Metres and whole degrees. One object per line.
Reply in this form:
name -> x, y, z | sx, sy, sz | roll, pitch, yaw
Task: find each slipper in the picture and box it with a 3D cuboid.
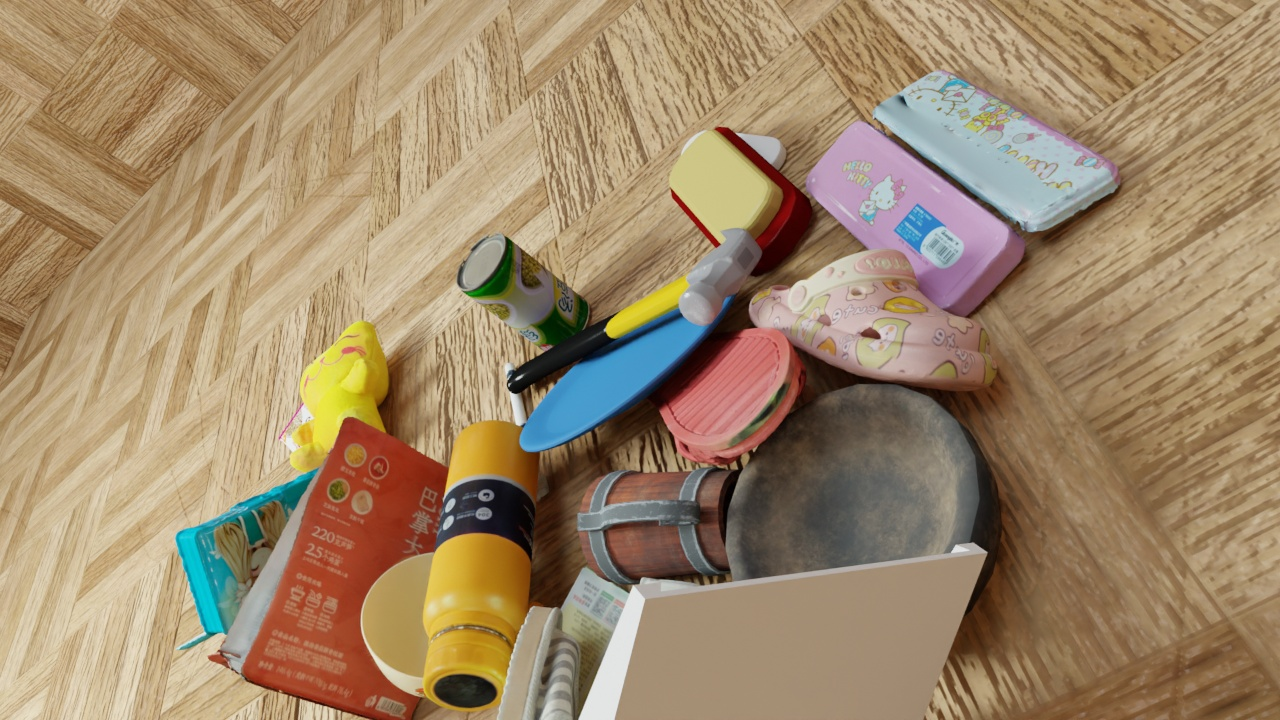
slipper -> 0.148, -0.036, 0.611 | 0.197, 0.093, 0.081 | 26, 107, 56
slipper -> 0.063, 0.028, 0.650 | 0.103, 0.059, 0.249 | -43, 10, -2
slipper -> -0.063, 0.243, 0.523 | 0.054, 0.114, 0.272 | 3, 20, 2

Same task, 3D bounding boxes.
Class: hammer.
hammer -> -0.020, -0.030, 0.788 | 0.325, 0.029, 0.126 | -25, 19, 48

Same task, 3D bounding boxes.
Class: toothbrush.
toothbrush -> -0.110, 0.062, 0.873 | 0.017, 0.012, 0.186 | -29, 42, 7

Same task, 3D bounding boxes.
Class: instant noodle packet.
instant noodle packet -> -0.229, 0.178, 0.778 | 0.084, 0.164, 0.220 | -3, 60, 46

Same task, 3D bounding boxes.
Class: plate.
plate -> -0.005, 0.004, 0.749 | 0.224, 0.024, 0.224 | -37, 14, 10

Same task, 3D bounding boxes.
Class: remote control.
remote control -> 0.086, -0.197, 0.877 | 0.136, 0.013, 0.043 | 26, 80, 52

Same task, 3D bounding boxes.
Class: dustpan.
dustpan -> 0.042, 0.198, 0.443 | 0.053, 0.191, 0.258 | 38, 120, 52

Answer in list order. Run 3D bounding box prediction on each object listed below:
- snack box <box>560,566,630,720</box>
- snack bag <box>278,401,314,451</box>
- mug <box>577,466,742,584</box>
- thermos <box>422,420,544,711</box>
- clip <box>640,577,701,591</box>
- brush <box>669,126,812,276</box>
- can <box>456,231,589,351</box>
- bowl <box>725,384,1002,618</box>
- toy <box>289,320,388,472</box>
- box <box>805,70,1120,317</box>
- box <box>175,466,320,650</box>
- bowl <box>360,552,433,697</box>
snack box -> -0.036, 0.244, 0.641 | 0.132, 0.027, 0.168 | 16, 73, 51
snack bag -> -0.405, 0.097, 1.142 | 0.197, 0.016, 0.070 | 22, 76, 51
mug -> 0.014, 0.110, 0.628 | 0.111, 0.117, 0.081 | -11, 71, 35
thermos -> -0.114, 0.152, 0.714 | 0.232, 0.091, 0.076 | -93, 13, -51
clip -> 0.034, 0.197, 0.541 | 0.152, 0.105, 0.126 | -6, 67, 40
brush -> 0.079, -0.147, 0.807 | 0.082, 0.041, 0.173 | -50, 40, 16
can -> -0.111, -0.063, 0.883 | 0.067, 0.121, 0.067 | -26, 45, 29
bowl -> 0.136, 0.100, 0.544 | 0.163, 0.070, 0.162 | -27, 44, 29
toy -> -0.331, 0.046, 1.051 | 0.135, 0.087, 0.193 | -44, 37, 14
box -> 0.222, -0.134, 0.674 | 0.151, 0.040, 0.214 | -40, 39, 9
box -> -0.314, 0.182, 0.843 | 0.086, 0.226, 0.169 | 29, 115, 17
bowl -> -0.162, 0.224, 0.738 | 0.117, 0.118, 0.074 | -109, 22, -47
